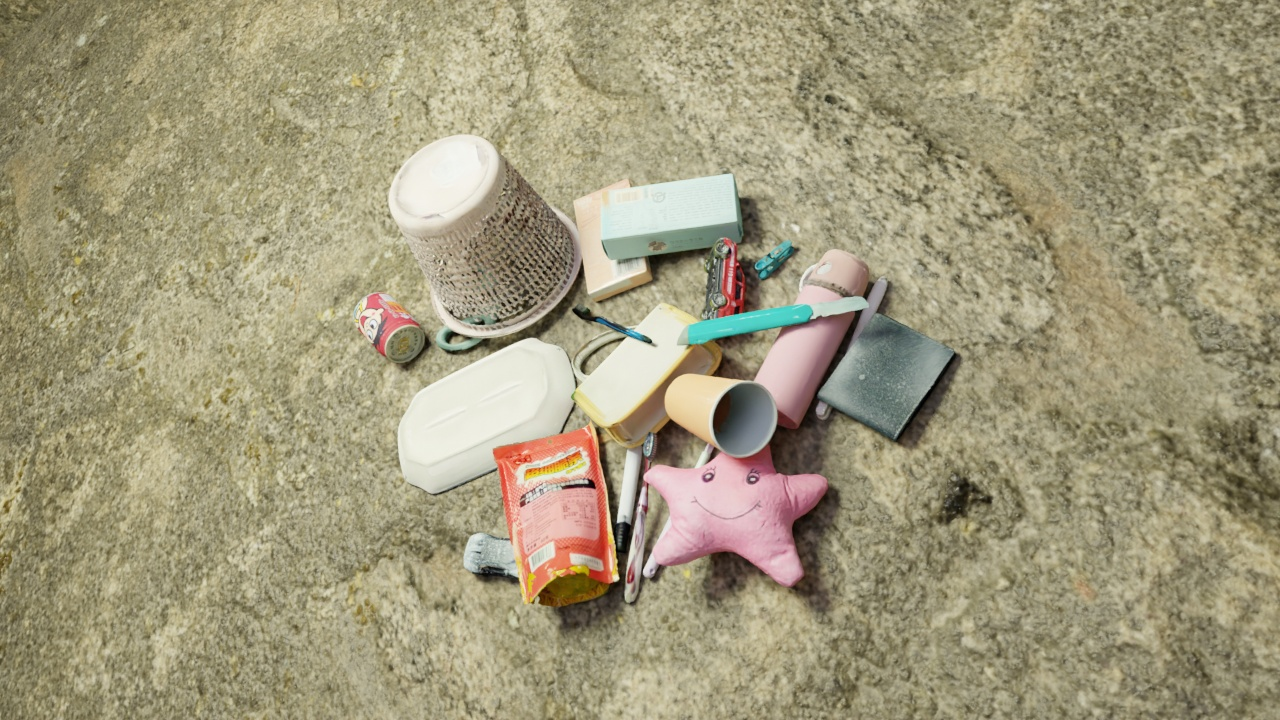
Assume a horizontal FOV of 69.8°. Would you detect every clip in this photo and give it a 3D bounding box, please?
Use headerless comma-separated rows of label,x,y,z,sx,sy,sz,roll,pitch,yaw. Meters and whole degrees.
clip,0.160,-0.120,1.092,0.057,0.048,0.014,-41,54,-3

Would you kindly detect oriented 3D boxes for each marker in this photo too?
marker,-0.016,0.153,1.040,0.023,0.018,0.130,-8,62,33

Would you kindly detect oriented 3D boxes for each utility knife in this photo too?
utility knife,0.139,-0.043,0.984,0.209,0.013,0.029,-10,59,18

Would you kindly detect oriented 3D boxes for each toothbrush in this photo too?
toothbrush,0.000,0.170,1.005,0.016,0.017,0.187,5,79,15
toothbrush,-0.036,-0.046,1.119,0.016,0.014,0.190,-43,32,-15
toothbrush,0.050,0.153,1.008,0.189,0.029,0.021,-62,15,-11
toothbrush,0.232,-0.016,1.005,0.016,0.016,0.180,20,75,30

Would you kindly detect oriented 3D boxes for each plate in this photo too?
plate,-0.207,0.064,1.170,0.266,0.034,0.161,-24,57,14

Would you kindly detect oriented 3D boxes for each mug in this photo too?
mug,0.078,0.052,0.968,0.078,0.078,0.123,-56,24,-8

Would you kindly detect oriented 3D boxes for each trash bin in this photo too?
trash bin,-0.211,-0.173,1.183,0.228,0.192,0.227,-10,56,15

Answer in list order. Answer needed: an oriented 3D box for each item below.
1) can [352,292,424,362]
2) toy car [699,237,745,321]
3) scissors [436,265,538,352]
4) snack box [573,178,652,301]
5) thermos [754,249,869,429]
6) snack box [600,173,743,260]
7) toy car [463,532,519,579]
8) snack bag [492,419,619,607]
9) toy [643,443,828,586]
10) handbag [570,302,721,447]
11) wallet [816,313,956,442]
can,-0.349,-0.045,1.277,0.066,0.066,0.094,-49,55,-3
toy car,0.099,-0.086,1.086,0.045,0.053,0.120,8,68,-12
scissors,-0.214,-0.069,1.253,0.178,0.019,0.169,2,65,25
snack box,-0.038,-0.159,1.205,0.085,0.026,0.157,-20,58,16
thermos,0.180,-0.027,1.010,0.087,0.067,0.198,10,69,54
snack box,0.037,-0.178,1.143,0.175,0.052,0.074,-7,62,10
toy car,-0.159,0.227,1.066,0.106,0.031,0.048,0,67,24
snack bag,-0.095,0.170,1.043,0.128,0.073,0.207,-17,53,1
toy,0.092,0.141,0.956,0.195,0.075,0.178,6,57,21
handbag,-0.006,0.006,1.092,0.163,0.063,0.179,-46,38,-5
wallet,0.259,0.015,0.965,0.097,0.019,0.120,31,76,27
